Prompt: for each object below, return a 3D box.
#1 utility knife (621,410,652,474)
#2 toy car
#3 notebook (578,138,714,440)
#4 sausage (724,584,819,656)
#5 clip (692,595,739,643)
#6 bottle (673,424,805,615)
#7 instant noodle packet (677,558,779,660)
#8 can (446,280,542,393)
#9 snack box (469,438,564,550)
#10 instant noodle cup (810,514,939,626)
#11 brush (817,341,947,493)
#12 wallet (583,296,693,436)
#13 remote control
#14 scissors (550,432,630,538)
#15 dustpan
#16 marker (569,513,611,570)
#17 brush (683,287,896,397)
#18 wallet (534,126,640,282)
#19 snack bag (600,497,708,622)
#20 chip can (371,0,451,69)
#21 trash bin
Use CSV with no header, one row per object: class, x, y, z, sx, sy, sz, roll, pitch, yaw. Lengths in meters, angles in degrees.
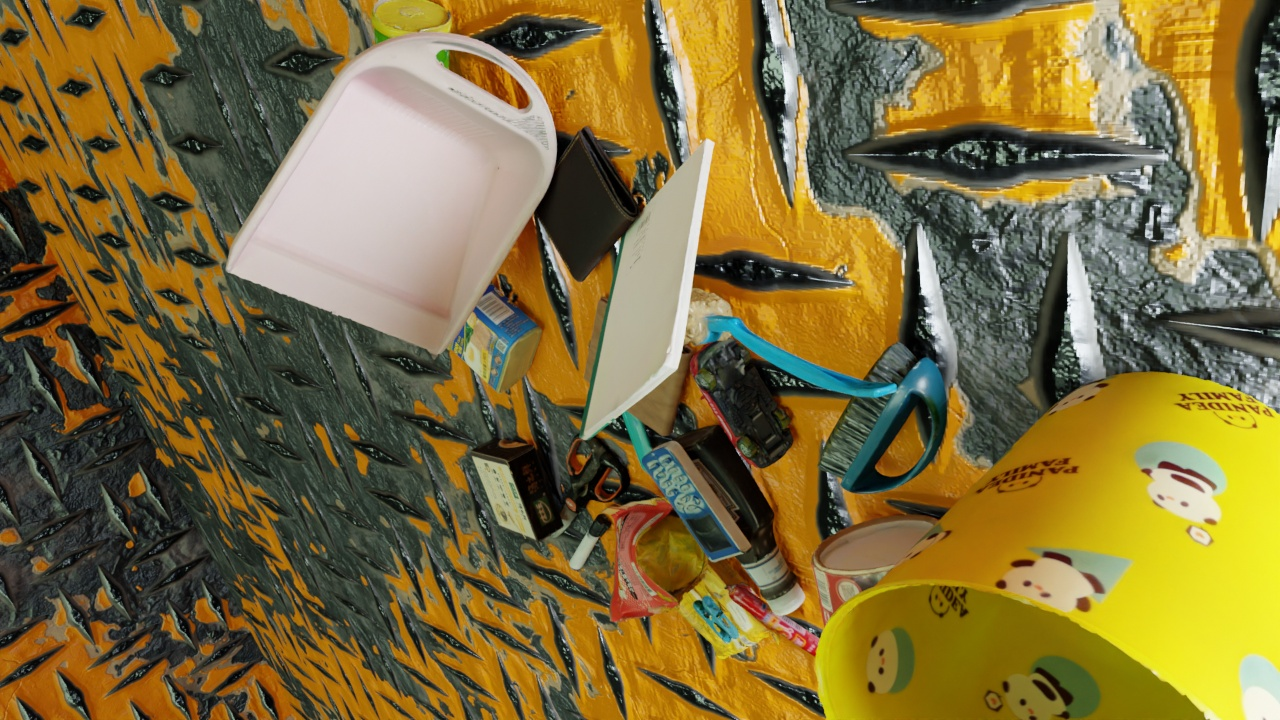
utility knife,-0.011,0.046,0.937,0.029,0.013,0.171,-3,112,45
toy car,0.085,0.036,0.794,0.120,0.052,0.045,60,159,-13
notebook,0.003,-0.054,0.717,0.012,0.208,0.151,22,148,-19
sausage,0.149,0.266,0.903,0.156,0.020,0.020,33,139,7
clip,0.077,0.265,0.939,0.057,0.014,0.046,49,134,5
bottle,0.095,0.156,0.882,0.080,0.043,0.195,-23,100,52
instant noodle packet,0.082,0.256,0.970,0.128,0.044,0.111,49,140,3
can,-0.161,-0.024,1.008,0.083,0.057,0.102,41,141,13
snack box,-0.150,0.160,1.122,0.126,0.053,0.113,3,116,53
instant noodle cup,0.203,0.193,0.728,0.138,0.137,0.108,-10,102,50
brush,0.189,0.054,0.694,0.073,0.055,0.144,38,139,21
wallet,-0.005,0.005,0.886,0.115,0.020,0.101,32,130,26
remote control,0.052,0.131,0.851,0.125,0.024,0.049,56,141,-2
scissors,-0.066,0.174,1.083,0.125,0.021,0.235,32,137,26
dustpan,-0.203,-0.144,0.806,0.139,0.222,0.273,24,92,57
marker,-0.063,0.225,1.123,0.022,0.018,0.131,36,139,9
brush,0.085,-0.013,0.711,0.255,0.083,0.046,25,116,44
wallet,-0.054,-0.139,0.835,0.096,0.020,0.123,60,144,7
snack bag,0.001,0.208,0.962,0.208,0.073,0.128,139,127,-66
chip can,-0.223,-0.237,0.901,0.072,0.072,0.222,37,139,22
trash bin,0.264,0.145,0.520,0.230,0.254,0.230,27,134,31
